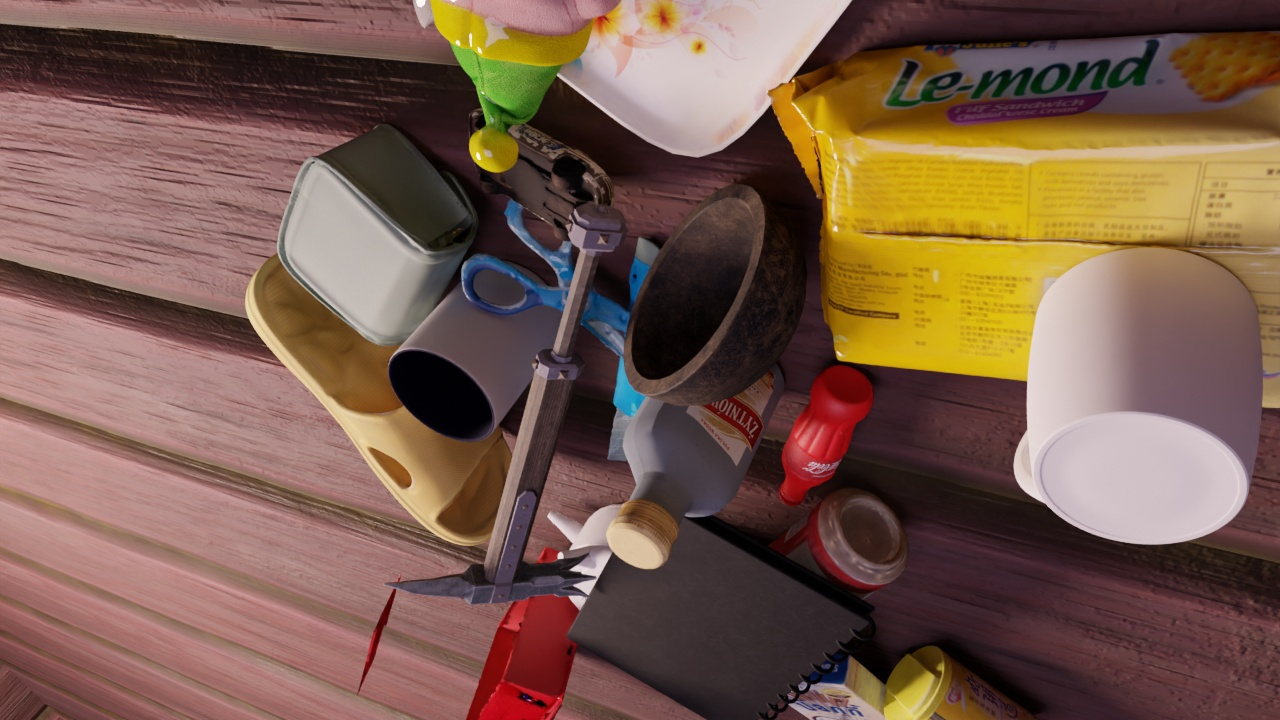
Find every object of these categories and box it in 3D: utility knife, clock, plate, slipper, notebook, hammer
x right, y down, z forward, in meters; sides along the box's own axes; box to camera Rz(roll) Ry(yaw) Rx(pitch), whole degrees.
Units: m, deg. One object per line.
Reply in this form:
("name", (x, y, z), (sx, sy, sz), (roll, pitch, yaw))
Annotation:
("utility knife", (-0.004, 0.004, 0.616), (0.031, 0.015, 0.210), (24, 134, 11))
("clock", (-0.001, 0.185, 0.745), (0.126, 0.072, 0.161), (-19, 118, 42))
("plate", (0.004, -0.198, 0.416), (0.187, 0.016, 0.188), (37, 139, -5))
("slipper", (-0.175, 0.020, 0.678), (0.263, 0.099, 0.079), (48, 135, -12))
("notebook", (0.047, 0.192, 0.660), (0.169, 0.019, 0.232), (29, 138, 4))
("hammer", (-0.066, 0.044, 0.565), (0.146, 0.028, 0.318), (1, 128, -24))

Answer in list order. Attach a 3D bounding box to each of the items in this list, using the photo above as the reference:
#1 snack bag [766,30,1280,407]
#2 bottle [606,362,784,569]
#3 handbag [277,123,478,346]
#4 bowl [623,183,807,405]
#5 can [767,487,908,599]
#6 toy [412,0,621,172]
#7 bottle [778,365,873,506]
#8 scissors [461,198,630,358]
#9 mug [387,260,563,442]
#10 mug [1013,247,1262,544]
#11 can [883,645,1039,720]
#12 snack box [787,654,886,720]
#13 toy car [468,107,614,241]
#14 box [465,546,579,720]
("snack bag", (0.184, -0.055, 0.406), (0.248, 0.068, 0.160), (7, 134, 27))
("bottle", (0.029, 0.047, 0.528), (0.072, 0.160, 0.046), (46, 137, -15))
("handbag", (-0.168, -0.079, 0.598), (0.106, 0.067, 0.122), (44, 138, 0))
("bowl", (0.048, -0.027, 0.489), (0.056, 0.121, 0.122), (26, 143, -24))
("can", (0.116, 0.153, 0.648), (0.067, 0.067, 0.171), (33, 139, -1))
("toy", (-0.069, -0.161, 0.422), (0.124, 0.096, 0.131), (26, 162, 12))
("bottle", (0.111, 0.053, 0.578), (0.036, 0.036, 0.119), (24, 138, 9))
("scissors", (-0.048, -0.032, 0.571), (0.090, 0.014, 0.141), (-42, 100, 9))
("mug", (-0.111, 0.002, 0.619), (0.078, 0.096, 0.112), (31, 139, 1))
("mug", (0.185, 0.024, 0.363), (0.081, 0.087, 0.114), (30, 139, 1))
("can", (0.241, 0.267, 0.681), (0.105, 0.067, 0.068), (35, 139, -4))
("snack box", (0.157, 0.268, 0.732), (0.082, 0.026, 0.150), (-7, 143, 36))
("toy car", (-0.057, -0.109, 0.527), (0.113, 0.040, 0.049), (34, 142, 26))
("box", (-0.145, 0.326, 0.792), (0.124, 0.314, 0.212), (40, 140, 9))
